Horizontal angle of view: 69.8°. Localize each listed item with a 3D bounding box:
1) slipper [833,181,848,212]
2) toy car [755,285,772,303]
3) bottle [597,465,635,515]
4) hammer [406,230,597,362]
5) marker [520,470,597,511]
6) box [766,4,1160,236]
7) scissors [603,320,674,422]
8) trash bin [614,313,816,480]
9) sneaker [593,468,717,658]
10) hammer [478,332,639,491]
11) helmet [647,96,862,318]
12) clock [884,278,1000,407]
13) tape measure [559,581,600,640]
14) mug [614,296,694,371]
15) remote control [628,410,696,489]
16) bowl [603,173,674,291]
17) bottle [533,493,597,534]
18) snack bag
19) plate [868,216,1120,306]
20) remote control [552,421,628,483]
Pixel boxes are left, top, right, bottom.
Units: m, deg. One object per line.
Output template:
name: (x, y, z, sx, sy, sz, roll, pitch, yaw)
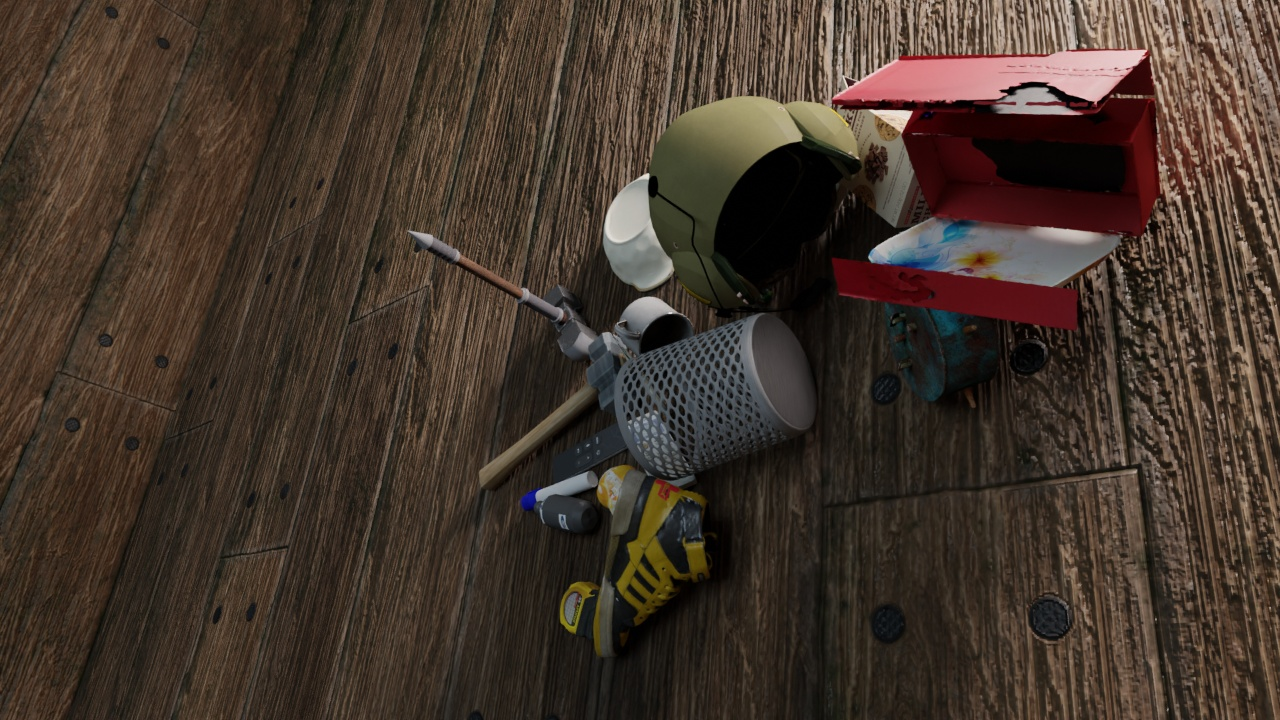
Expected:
slipper: (0.172, -0.257, 1.223, 0.115, 0.052, 0.263, -55, 40, 5)
toy car: (0.152, -0.116, 1.168, 0.036, 0.042, 0.091, -8, 61, 52)
bottle: (-0.006, 0.179, 1.144, 0.063, 0.063, 0.109, -55, 48, 7)
hammer: (-0.198, -0.109, 1.314, 0.043, 0.322, 0.156, -46, 41, 16)
marker: (-0.114, 0.183, 1.288, 0.133, 0.023, 0.027, -25, 30, 36)
box: (0.297, -0.219, 0.767, 0.212, 0.377, 0.124, 15, 88, 38)
scissors: (-0.005, 0.010, 1.188, 0.012, 0.170, 0.157, -34, 15, -2)
trash bin: (0.090, 0.040, 1.057, 0.184, 0.156, 0.156, -22, 53, 34)
sneaker: (0.020, 0.248, 1.063, 0.122, 0.085, 0.239, 13, 109, 12)
hammer: (-0.129, 0.094, 1.341, 0.324, 0.051, 0.117, -40, 44, 27)
helmet: (0.129, -0.179, 1.044, 0.250, 0.255, 0.233, -52, 46, 7)
clock: (0.283, -0.032, 0.913, 0.073, 0.121, 0.157, -17, 34, -6)
tape measure: (-0.069, 0.311, 1.151, 0.064, 0.037, 0.065, 6, 86, 43)
mug: (0.008, -0.039, 1.221, 0.070, 0.113, 0.084, 43, 116, 52)
remote control: (0.022, 0.117, 1.171, 0.050, 0.011, 0.135, -22, 43, -9)
bowl: (0.005, -0.209, 1.366, 0.189, 0.060, 0.218, -24, 53, 37)
bottle: (-0.105, 0.207, 1.245, 0.113, 0.047, 0.047, 2, 69, 47)
snack bag: (0.276, -0.245, 1.057, 0.206, 0.069, 0.095, -123, 33, -46)
plate: (0.336, -0.102, 0.879, 0.186, 0.016, 0.187, -26, 32, -26)
remote control: (-0.071, 0.129, 1.285, 0.147, 0.008, 0.045, -31, 48, 31)
